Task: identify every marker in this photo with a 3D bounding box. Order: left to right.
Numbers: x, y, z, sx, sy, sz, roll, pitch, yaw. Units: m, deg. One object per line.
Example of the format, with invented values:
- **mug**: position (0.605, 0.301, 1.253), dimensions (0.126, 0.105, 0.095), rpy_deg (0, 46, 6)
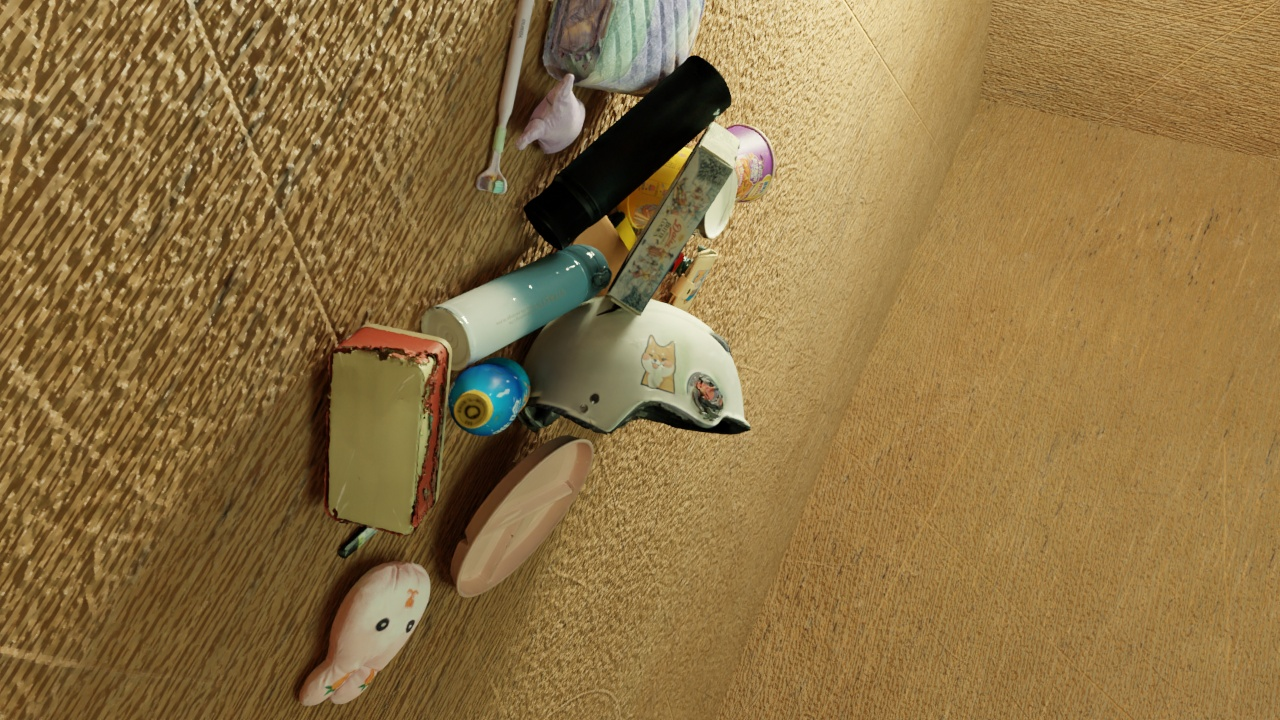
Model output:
- **marker**: position (-0.246, 0.147, 0.890), dimensions (0.123, 0.015, 0.018), rpy_deg (-46, 147, -39)

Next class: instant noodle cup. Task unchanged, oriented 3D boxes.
- **instant noodle cup**: position (0.049, -0.209, 1.125), dimensions (0.118, 0.114, 0.119), rpy_deg (-49, 149, -42)
- **instant noodle cup**: position (0.113, -0.260, 1.248), dimensions (0.099, 0.112, 0.112), rpy_deg (-28, 134, -48)

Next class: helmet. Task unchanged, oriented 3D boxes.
- **helmet**: position (-0.006, 0.006, 1.042), dimensions (0.273, 0.230, 0.157), rpy_deg (2, 86, -26)

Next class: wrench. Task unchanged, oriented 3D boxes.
- **wrench**: position (0.045, -0.144, 1.271), dimensions (0.056, 0.016, 0.273), rpy_deg (-66, 163, 9)

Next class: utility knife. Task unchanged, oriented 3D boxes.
- **utility knife**: position (-0.014, -0.138, 1.171), dimensions (0.033, 0.015, 0.181), rpy_deg (-45, 154, -7)

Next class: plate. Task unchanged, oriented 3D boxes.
- **plate**: position (-0.138, 0.178, 1.072), dimensions (0.229, 0.028, 0.230), rpy_deg (-46, 161, -21)

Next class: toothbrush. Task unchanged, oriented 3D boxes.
- **toothbrush**: position (-0.120, -0.247, 0.836), dimensions (0.021, 0.029, 0.189), rpy_deg (-130, -129, -69)

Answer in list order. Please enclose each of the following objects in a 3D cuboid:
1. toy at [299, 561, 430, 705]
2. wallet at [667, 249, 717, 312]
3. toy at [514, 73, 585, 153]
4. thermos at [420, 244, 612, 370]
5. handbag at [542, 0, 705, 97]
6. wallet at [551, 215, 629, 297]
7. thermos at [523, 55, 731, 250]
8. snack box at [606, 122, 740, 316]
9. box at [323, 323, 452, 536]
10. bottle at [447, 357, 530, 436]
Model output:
- **toy**: position (-0.267, 0.269, 0.901), dimensions (0.159, 0.054, 0.121), rpy_deg (-59, 156, -4)
- **wallet**: position (0.069, -0.109, 1.343), dimensions (0.115, 0.024, 0.087), rpy_deg (-60, 169, 19)
- **toy**: position (-0.082, -0.229, 0.887), dimensions (0.084, 0.039, 0.108), rpy_deg (-49, 179, 6)
- **thermos**: position (-0.115, -0.060, 0.911), dimensions (0.219, 0.070, 0.070), rpy_deg (-33, 138, -45)
- **handbag**: position (-0.014, -0.338, 0.928), dimensions (0.193, 0.075, 0.134), rpy_deg (-18, 130, -61)
- **wallet**: position (-0.058, -0.113, 1.069), dimensions (0.107, 0.031, 0.132), rpy_deg (-62, 152, -13)
- **thermos**: position (-0.017, -0.216, 0.963), dimensions (0.242, 0.068, 0.090), rpy_deg (-42, -168, -10)
- **snack box**: position (0.039, -0.157, 0.984), dimensions (0.183, 0.046, 0.177), rpy_deg (-57, -175, 23)
- **box**: position (-0.214, 0.063, 0.768), dimensions (0.075, 0.091, 0.168), rpy_deg (-70, 171, -66)
- **bottle**: position (-0.143, 0.034, 0.854), dimensions (0.218, 0.065, 0.065), rpy_deg (-131, -120, -86)
